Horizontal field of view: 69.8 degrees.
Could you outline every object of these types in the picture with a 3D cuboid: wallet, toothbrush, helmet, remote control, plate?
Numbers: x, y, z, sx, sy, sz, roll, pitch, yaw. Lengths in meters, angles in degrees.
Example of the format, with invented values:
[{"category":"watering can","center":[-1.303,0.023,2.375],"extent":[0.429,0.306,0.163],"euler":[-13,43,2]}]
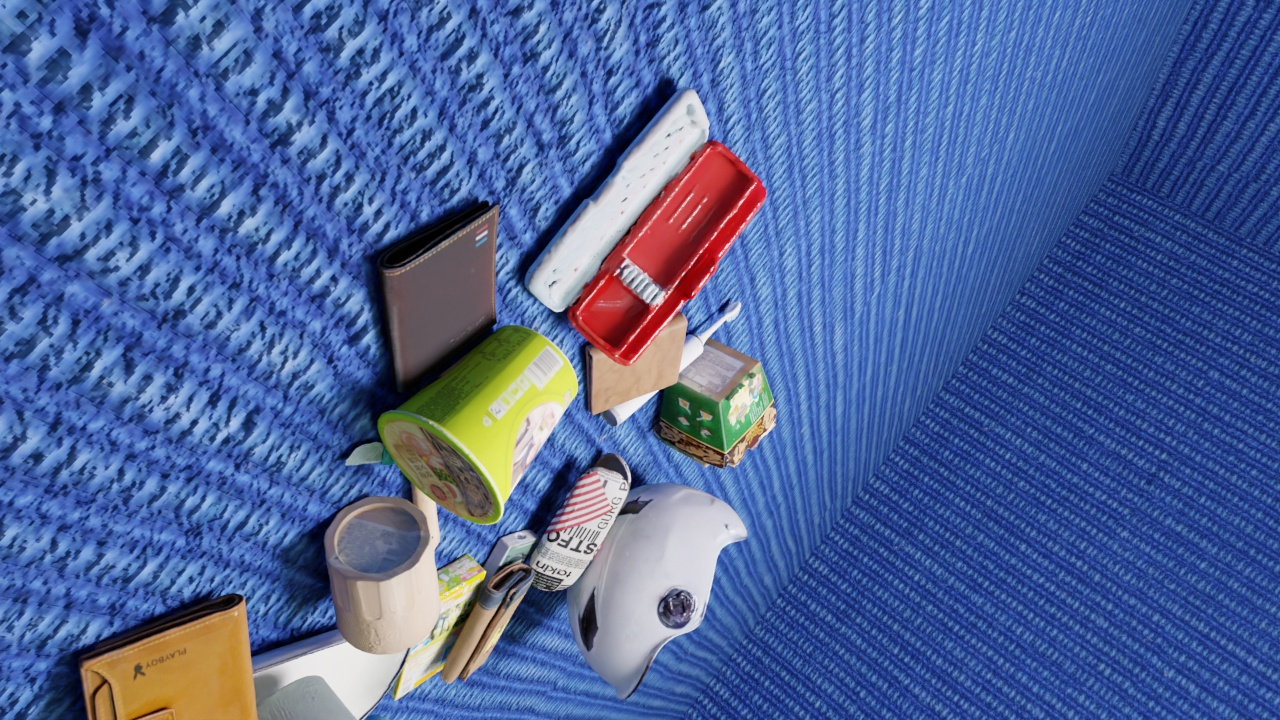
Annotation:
[{"category":"wallet","center":[-0.136,-0.043,0.629],"extent":[0.096,0.020,0.123],"euler":[-37,155,-33]},{"category":"wallet","center":[-0.005,0.005,0.901],"extent":[0.101,0.020,0.115],"euler":[-21,148,-15]},{"category":"wallet","center":[-0.156,0.268,0.939],"extent":[0.115,0.033,0.090],"euler":[-60,169,11]},{"category":"toothbrush","center":[0.040,-0.003,1.004],"extent":[0.220,0.027,0.026],"euler":[-40,148,-29]},{"category":"helmet","center":[-0.006,0.250,1.092],"extent":[0.258,0.146,0.229],"euler":[-55,-178,-15]},{"category":"remote control","center":[-0.157,0.242,0.984],"extent":[0.135,0.019,0.056],"euler":[-60,156,15]},{"category":"wallet","center":[-0.318,0.234,0.612],"extent":[0.118,0.035,0.131],"euler":[-18,117,-48]},{"category":"plate","center":[-0.301,0.287,0.759],"extent":[0.265,0.034,0.162],"euler":[-2,125,-61]}]

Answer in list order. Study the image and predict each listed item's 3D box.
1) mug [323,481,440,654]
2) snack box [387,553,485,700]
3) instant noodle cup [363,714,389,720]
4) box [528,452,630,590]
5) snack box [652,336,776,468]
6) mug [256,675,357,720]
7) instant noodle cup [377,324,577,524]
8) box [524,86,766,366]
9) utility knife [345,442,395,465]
[{"category":"mug","center":[-0.195,0.155,0.732],"extent":[0.104,0.084,0.124],"euler":[99,11,-45]},{"category":"snack box","center":[-0.207,0.264,0.908],"extent":[0.086,0.034,0.141],"euler":[-24,145,-49]},{"category":"instant noodle cup","center":[-0.284,0.413,0.894],"extent":[0.120,0.111,0.111],"euler":[-34,151,-53]},{"category":"box","center":[-0.070,0.175,1.012],"extent":[0.075,0.086,0.162],"euler":[21,107,-21]},{"category":"snack box","center":[0.086,0.042,1.066],"extent":[0.118,0.117,0.106],"euler":[-43,143,-29]},{"category":"mug","center":[-0.251,0.325,0.727],"extent":[0.083,0.103,0.124],"euler":[-39,152,-31]},{"category":"instant noodle cup","center":[-0.112,0.040,0.684],"extent":[0.123,0.112,0.112],"euler":[-51,159,-34]},{"category":"box","center":[0.004,-0.107,0.751],"extent":[0.201,0.069,0.157],"euler":[-51,132,-2]},{"category":"utility knife","center":[-0.165,0.070,0.735],"extent":[0.184,0.013,0.029],"euler":[-1,116,-61]}]
